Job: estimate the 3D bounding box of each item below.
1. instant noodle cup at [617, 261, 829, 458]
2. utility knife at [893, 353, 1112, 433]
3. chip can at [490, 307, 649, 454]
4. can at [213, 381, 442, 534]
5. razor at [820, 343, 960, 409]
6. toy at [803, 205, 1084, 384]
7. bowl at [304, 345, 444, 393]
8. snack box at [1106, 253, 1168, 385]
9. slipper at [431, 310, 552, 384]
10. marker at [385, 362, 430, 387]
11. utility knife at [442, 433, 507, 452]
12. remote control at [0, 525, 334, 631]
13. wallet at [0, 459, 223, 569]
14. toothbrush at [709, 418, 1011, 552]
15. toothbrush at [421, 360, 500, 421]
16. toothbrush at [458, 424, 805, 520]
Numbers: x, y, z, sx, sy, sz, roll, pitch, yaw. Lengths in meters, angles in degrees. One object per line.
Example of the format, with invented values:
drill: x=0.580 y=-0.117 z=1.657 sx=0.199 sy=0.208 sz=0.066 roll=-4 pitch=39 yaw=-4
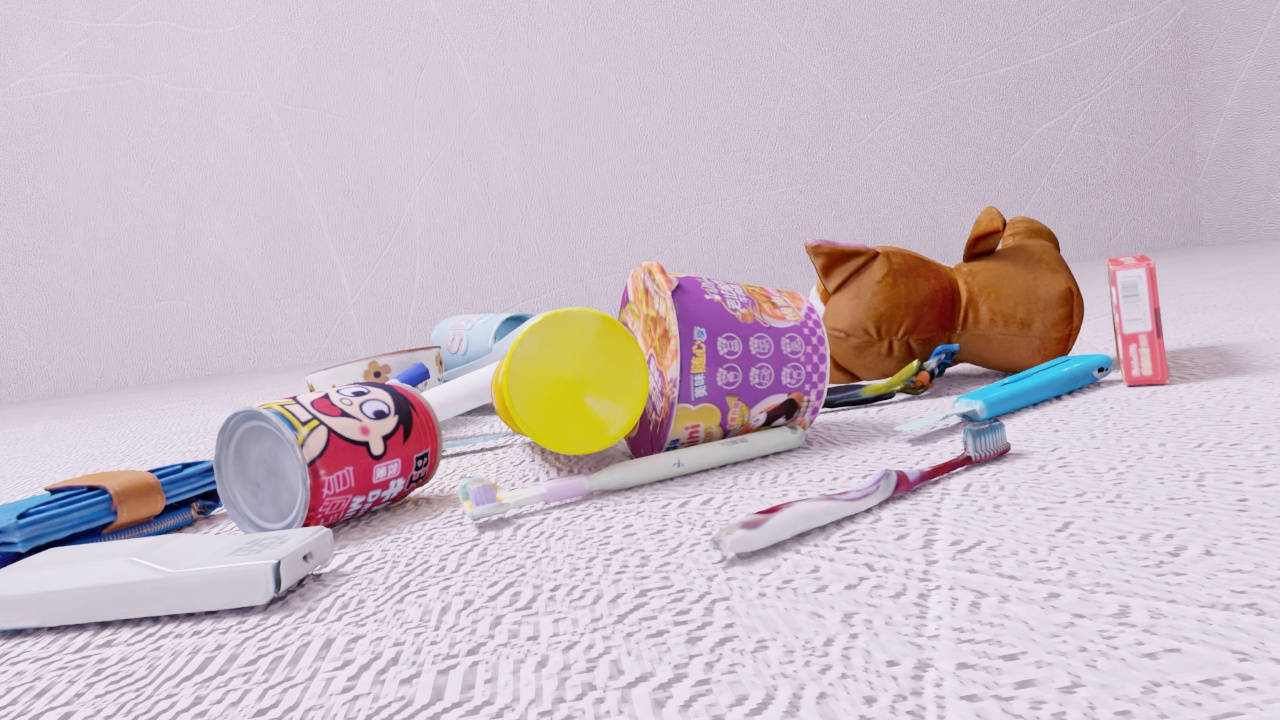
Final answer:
instant noodle cup: x=0.046 y=0.002 z=0.520 sx=0.099 sy=0.111 sz=0.112 roll=1 pitch=2 yaw=-16
utility knife: x=0.212 y=0.020 z=0.534 sx=0.206 sy=0.018 sz=0.034 roll=-13 pitch=8 yaw=-38
chip can: x=-0.050 y=0.014 z=0.541 sx=0.072 sy=0.072 sz=0.213 roll=-8 pitch=-1 yaw=-11
can: x=-0.153 y=0.047 z=0.460 sx=0.067 sy=0.066 sz=0.093 roll=-4 pitch=5 yaw=31
razor: x=0.144 y=0.020 z=0.610 sx=0.142 sy=0.022 sz=0.043 roll=-12 pitch=-28 yaw=-8
toy: x=0.210 y=-0.044 z=0.670 sx=0.199 sy=0.140 sz=0.130 roll=-8 pitch=28 yaw=-5
bowl: x=-0.218 y=0.029 z=0.773 sx=0.113 sy=0.062 sz=0.113 roll=-12 pitch=1 yaw=0
snack box: x=0.331 y=-0.031 z=0.615 sx=0.025 sy=0.075 sz=0.152 roll=-6 pitch=5 yaw=27
slipper: x=-0.162 y=-0.005 z=0.869 sx=0.246 sy=0.074 sz=0.103 roll=-20 pitch=-3 yaw=32
marker: x=-0.214 y=0.041 z=0.680 sx=0.017 sy=0.017 sz=0.145 roll=-3 pitch=25 yaw=41
utility knife: x=-0.184 y=0.068 z=0.609 sx=0.194 sy=0.020 sz=0.031 roll=-4 pitch=10 yaw=-17
remote control: x=-0.187 y=0.082 z=0.353 sx=0.125 sy=0.024 sz=0.049 roll=-6 pitch=5 yaw=5
wallet: x=-0.296 y=0.081 z=0.472 sx=0.106 sy=0.040 sz=0.132 roll=-10 pitch=4 yaw=19
toothbrush: x=0.098 y=0.048 z=0.371 sx=0.187 sy=0.017 sz=0.016 roll=-10 pitch=5 yaw=-38
toothbrush: x=-0.109 y=0.015 z=0.681 sx=0.221 sy=0.027 sz=0.026 roll=-22 pitch=3 yaw=18
toothbrush: x=0.005 y=0.052 z=0.455 sx=0.189 sy=0.020 sz=0.029 roll=-8 pitch=30 yaw=-27
